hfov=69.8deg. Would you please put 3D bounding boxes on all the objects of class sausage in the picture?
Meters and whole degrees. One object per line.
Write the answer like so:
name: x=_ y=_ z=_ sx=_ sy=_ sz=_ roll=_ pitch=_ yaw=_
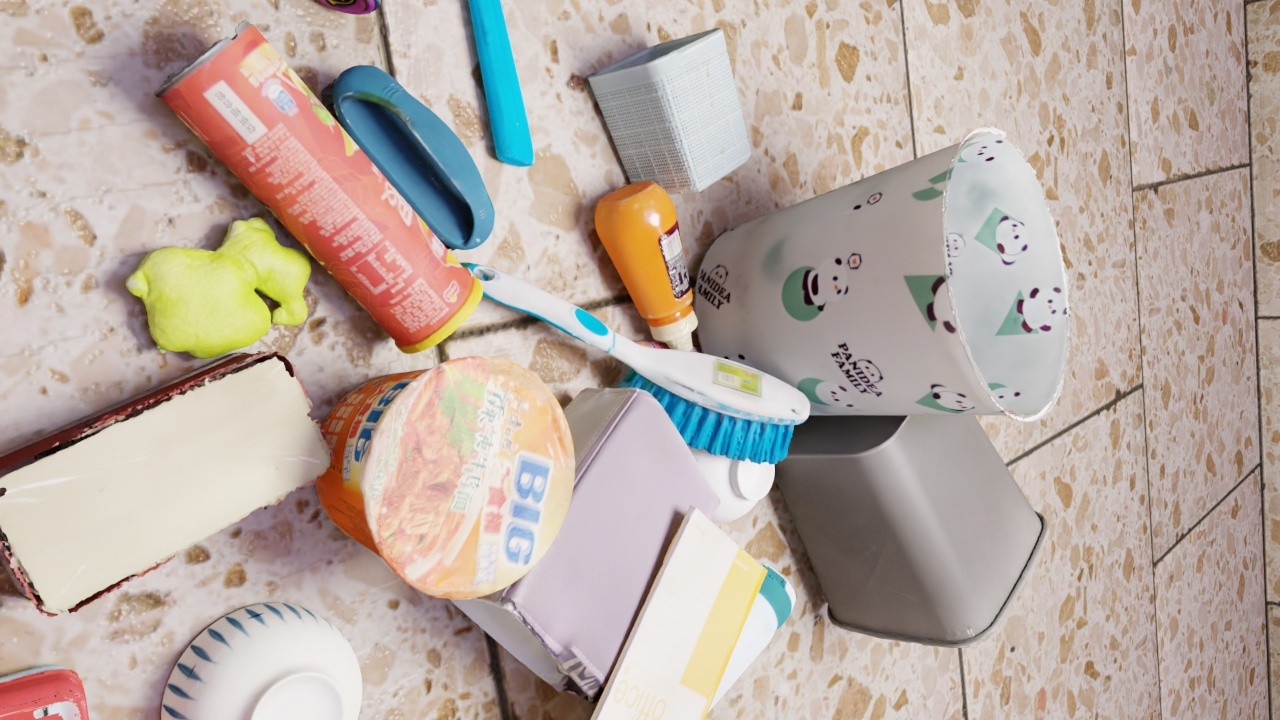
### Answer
sausage: x=0.039 y=-0.005 z=0.820 sx=0.155 sy=0.020 sz=0.020 roll=5 pitch=88 yaw=-42

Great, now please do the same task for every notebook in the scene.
notebook: x=0.030 y=0.233 z=0.716 sx=0.146 sy=0.010 sz=0.206 roll=46 pitch=65 yaw=-46

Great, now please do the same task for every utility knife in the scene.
utility knife: x=-0.109 y=-0.236 z=0.680 sx=0.034 sy=0.018 sz=0.186 roll=-23 pitch=107 yaw=-51

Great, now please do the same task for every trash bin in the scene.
trash bin: x=0.254 y=0.130 z=0.913 sx=0.198 sy=0.199 sz=0.220 roll=-43 pitch=111 yaw=-34
trash bin: x=0.200 y=-0.051 z=0.792 sx=0.229 sy=0.253 sz=0.229 roll=10 pitch=76 yaw=-44

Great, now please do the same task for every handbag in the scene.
handbag: x=-0.037 y=0.136 z=0.699 sx=0.145 sy=0.099 sz=0.196 roll=52 pitch=55 yaw=-27

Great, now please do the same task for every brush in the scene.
brush: x=-0.004 y=0.004 z=0.737 sx=0.314 sy=0.110 sz=0.060 roll=17 pitch=53 yaw=-11
brush: x=-0.146 y=-0.133 z=0.612 sx=0.144 sy=0.074 sz=0.055 roll=52 pitch=54 yaw=-30

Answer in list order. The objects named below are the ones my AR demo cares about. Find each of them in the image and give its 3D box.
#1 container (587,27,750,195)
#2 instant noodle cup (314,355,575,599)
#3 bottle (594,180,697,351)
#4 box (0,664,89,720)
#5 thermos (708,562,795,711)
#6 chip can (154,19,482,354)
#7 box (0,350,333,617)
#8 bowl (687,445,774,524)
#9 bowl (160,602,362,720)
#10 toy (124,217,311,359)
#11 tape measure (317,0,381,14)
container: x=0.028 y=-0.201 z=0.760 sx=0.089 sy=0.090 sz=0.111 roll=-37 pitch=118 yaw=-35
instant noodle cup: x=-0.135 y=0.070 z=0.602 sx=0.151 sy=0.112 sz=0.151 roll=-1 pitch=92 yaw=-42
bottle: x=0.013 y=-0.071 z=0.764 sx=0.066 sy=0.067 sz=0.149 roll=-37 pitch=117 yaw=-35
box: x=-0.332 y=0.267 z=0.485 sx=0.086 sy=0.048 sz=0.201 roll=-8 pitch=97 yaw=-41
thermos: x=0.056 y=0.267 z=0.814 sx=0.223 sy=0.073 sz=0.073 roll=-36 pitch=114 yaw=-36
chip can: x=-0.193 y=-0.100 z=0.573 sx=0.216 sy=0.073 sz=0.073 roll=51 pitch=59 yaw=-31
box: x=-0.263 y=0.064 z=0.510 sx=0.167 sy=0.077 sz=0.091 roll=-31 pitch=111 yaw=-37
bowl: x=0.081 y=0.098 z=0.831 sx=0.118 sy=0.065 sz=0.118 roll=-1 pitch=92 yaw=-43
bowl: x=-0.221 y=0.212 z=0.559 sx=0.116 sy=0.066 sz=0.116 roll=-1 pitch=92 yaw=-42
toy: x=-0.248 y=-0.041 z=0.552 sx=0.096 sy=0.031 sz=0.100 roll=44 pitch=63 yaw=-36
tape measure: x=-0.189 y=-0.250 z=0.581 sx=0.057 sy=0.057 sz=0.039 roll=20 pitch=77 yaw=-32
